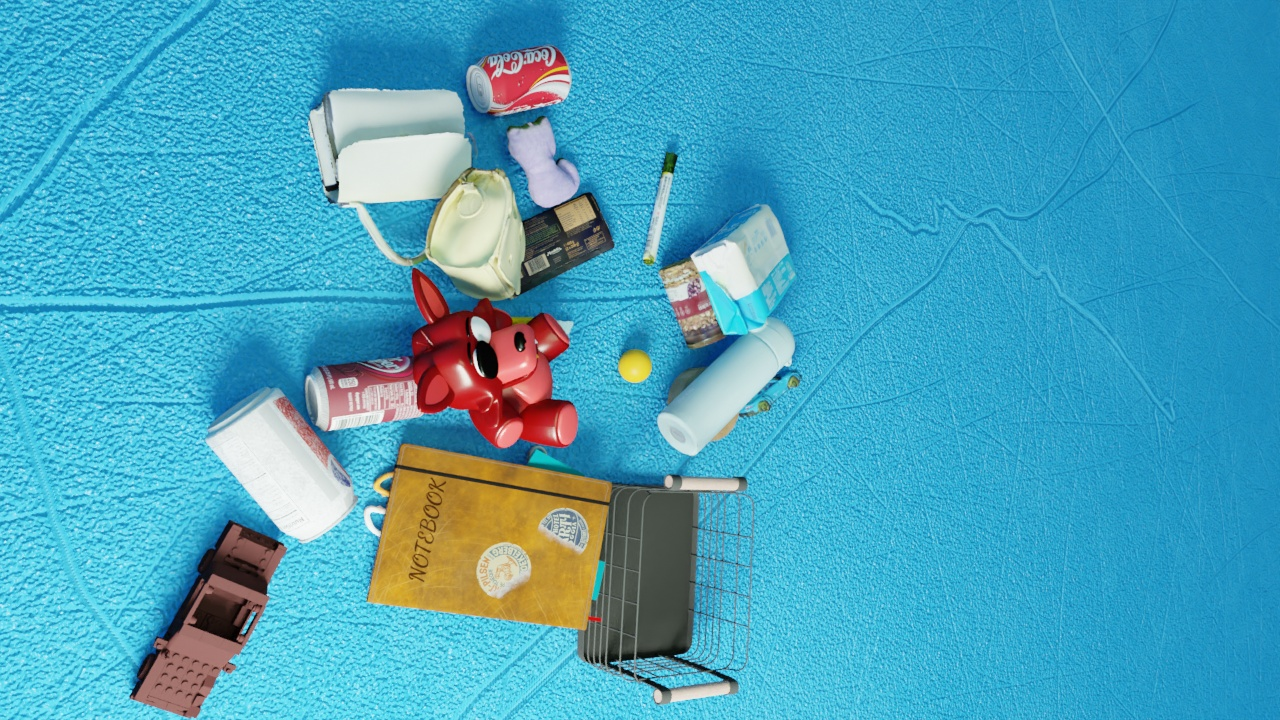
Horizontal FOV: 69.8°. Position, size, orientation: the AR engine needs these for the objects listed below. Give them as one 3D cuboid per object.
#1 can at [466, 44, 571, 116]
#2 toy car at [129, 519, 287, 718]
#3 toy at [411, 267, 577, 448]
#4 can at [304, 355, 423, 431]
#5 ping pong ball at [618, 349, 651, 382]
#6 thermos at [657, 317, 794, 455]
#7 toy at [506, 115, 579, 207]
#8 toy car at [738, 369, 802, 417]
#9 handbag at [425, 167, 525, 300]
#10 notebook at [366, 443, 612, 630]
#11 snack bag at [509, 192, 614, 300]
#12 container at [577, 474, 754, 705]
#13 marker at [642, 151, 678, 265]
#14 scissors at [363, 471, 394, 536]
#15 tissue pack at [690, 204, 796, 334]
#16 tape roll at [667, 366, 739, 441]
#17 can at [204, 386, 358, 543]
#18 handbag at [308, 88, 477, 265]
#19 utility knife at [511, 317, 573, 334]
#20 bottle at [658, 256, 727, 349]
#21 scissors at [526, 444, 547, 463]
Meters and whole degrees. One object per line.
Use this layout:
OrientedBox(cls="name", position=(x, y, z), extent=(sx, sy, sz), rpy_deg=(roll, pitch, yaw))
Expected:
OrientedBox(cls="can", position=(-0.134, -0.309, 1.015), extent=(0.104, 0.064, 0.064), rpy_deg=(-23, 100, -31))
OrientedBox(cls="toy car", position=(-0.385, 0.235, 0.827), extent=(0.070, 0.062, 0.169), rpy_deg=(33, 71, -27))
OrientedBox(cls="toy", position=(-0.152, 0.005, 0.928), extent=(0.197, 0.121, 0.158), rpy_deg=(31, 46, -53))
OrientedBox(cls="can", position=(-0.269, 0.032, 0.912), extent=(0.114, 0.063, 0.063), rpy_deg=(-8, 92, -33))
OrientedBox(cls="ping pong ball", position=(-0.006, 0.006, 1.095), extent=(0.040, 0.040, 0.040), rpy_deg=(2, 86, -33))
OrientedBox(cls="thermos", position=(0.110, 0.026, 1.118), extent=(0.206, 0.065, 0.078), rpy_deg=(-42, 116, -27))
OrientedBox(cls="toy", position=(-0.109, -0.227, 1.046), extent=(0.080, 0.037, 0.100), rpy_deg=(-34, 109, -40))
OrientedBox(cls="toy car", position=(0.166, 0.038, 1.201), extent=(0.105, 0.048, 0.032), rpy_deg=(-34, 102, -28))
OrientedBox(cls="handbag", position=(-0.162, -0.130, 0.945), extent=(0.081, 0.119, 0.111), rpy_deg=(11, 80, 4))
OrientedBox(cls="notebook", position=(-0.144, 0.182, 0.971), extent=(0.249, 0.014, 0.178), rpy_deg=(13, 81, -20))
OrientedBox(cls="snack bag", position=(-0.101, -0.135, 1.054), extent=(0.154, 0.018, 0.074), rpy_deg=(-30, 104, -30))
OrientedBox(cls="container", position=(0.034, 0.249, 1.050), extent=(0.162, 0.130, 0.241), rpy_deg=(7, 84, -35))
OrientedBox(cls="marker", position=(0.024, -0.189, 1.139), extent=(0.017, 0.017, 0.146), rpy_deg=(19, 78, -31))
OrientedBox(cls="scissors", position=(-0.228, 0.169, 0.961), extent=(0.131, 0.013, 0.073), rpy_deg=(33, 72, -26))
OrientedBox(cls="tissue pack", position=(0.137, -0.119, 1.149), extent=(0.117, 0.066, 0.208), rpy_deg=(65, 33, -14))
OrientedBox(cls="tape roll", position=(0.080, 0.055, 1.155), extent=(0.093, 0.027, 0.094), rpy_deg=(2, 86, -33))
OrientedBox(cls="can", position=(-0.333, 0.098, 0.858), extent=(0.078, 0.078, 0.136), rpy_deg=(-42, 109, -27))
OrientedBox(cls="handbag", position=(-0.243, -0.185, 0.934), extent=(0.151, 0.074, 0.176), rpy_deg=(-10, 93, -33))
OrientedBox(cls="utility knife", position=(-0.152, -0.037, 1.021), extent=(0.175, 0.017, 0.030), rpy_deg=(-2, 98, -36))
OrientedBox(cls="bottle", position=(0.066, -0.073, 1.136), extent=(0.056, 0.056, 0.105), rpy_deg=(-28, 102, -31))
OrientedBox(cls="scissors", position=(-0.130, 0.165, 1.020), extent=(0.171, 0.014, 0.141), rpy_deg=(43, 61, -26))
